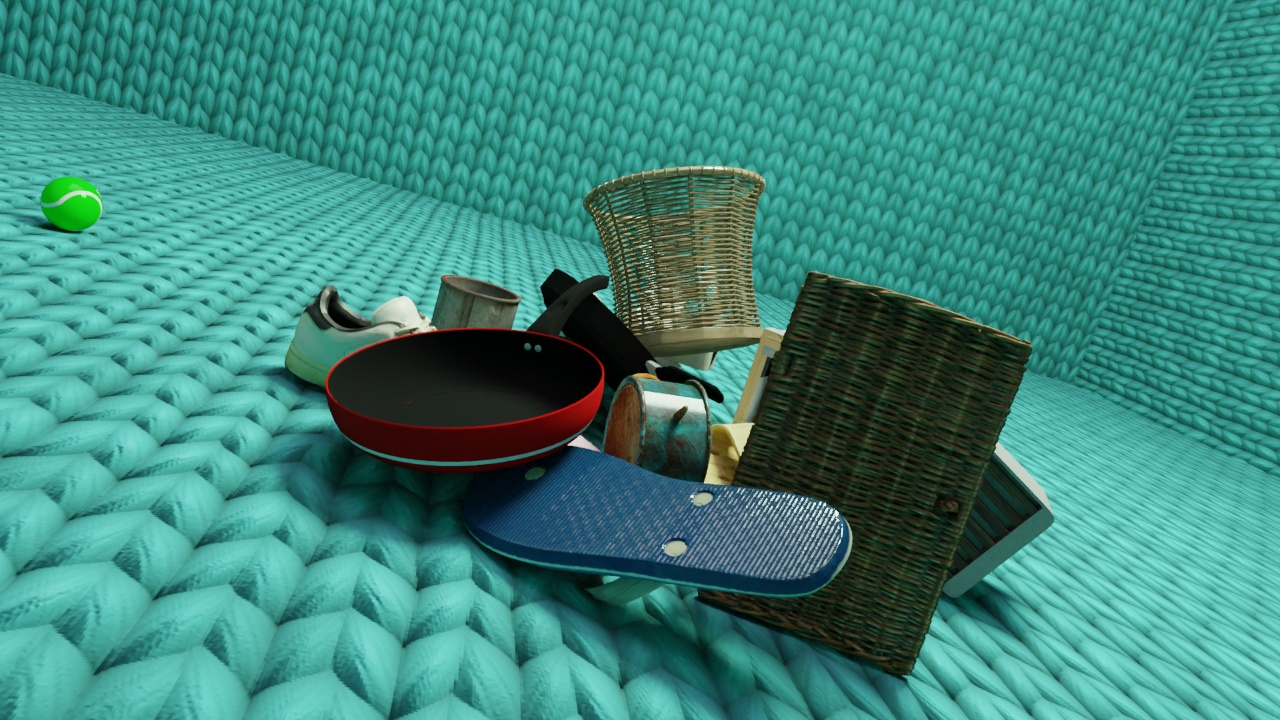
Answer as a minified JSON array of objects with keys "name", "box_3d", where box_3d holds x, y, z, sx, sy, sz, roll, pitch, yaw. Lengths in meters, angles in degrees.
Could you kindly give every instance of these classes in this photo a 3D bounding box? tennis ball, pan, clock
[{"name":"tennis ball","box_3d":[-0.691,-0.190,1.115,0.065,0.065,0.065,17,12,-4]},{"name":"pan","box_3d":[-0.006,0.005,0.951,0.225,0.034,0.356,51,-10,-22]},{"name":"clock","box_3d":[0.012,0.071,0.796,0.073,0.121,0.158,9,8,-18]},{"name":"pan","box_3d":[-0.105,-0.002,0.774,0.209,0.067,0.355,10,22,21]}]

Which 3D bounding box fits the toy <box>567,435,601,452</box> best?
[{"name":"toy","box_3d":[-0.069,0.083,0.779,0.093,0.050,0.102,14,5,30]}]

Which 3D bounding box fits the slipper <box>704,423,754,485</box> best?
[{"name":"slipper","box_3d":[0.150,0.101,0.893,0.261,0.079,0.111,15,28,-24]}]

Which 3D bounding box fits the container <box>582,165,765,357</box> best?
[{"name":"container","box_3d":[0.050,-0.112,1.138,0.227,0.196,0.227,-5,-5,-1]}]

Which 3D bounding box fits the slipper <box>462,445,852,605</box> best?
[{"name":"slipper","box_3d":[-0.002,0.121,0.624,0.295,0.060,0.118,5,30,31]}]

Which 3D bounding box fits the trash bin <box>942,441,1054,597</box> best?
[{"name":"trash bin","box_3d":[0.257,0.085,0.859,0.229,0.115,0.114,49,17,12]}]

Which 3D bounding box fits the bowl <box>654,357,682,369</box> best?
[{"name":"bowl","box_3d":[-0.002,0.014,1.229,0.110,0.040,0.110,16,11,-4]}]

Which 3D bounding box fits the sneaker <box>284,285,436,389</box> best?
[{"name":"sneaker","box_3d":[-0.207,-0.002,0.846,0.241,0.102,0.088,20,12,7]}]

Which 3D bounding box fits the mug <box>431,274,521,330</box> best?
[{"name":"mug","box_3d":[-0.195,-0.037,1.025,0.096,0.110,0.123,17,10,-26]}]

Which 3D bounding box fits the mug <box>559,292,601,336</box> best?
[{"name":"mug","box_3d":[-0.089,-0.038,1.215,0.094,0.068,0.116,-35,13,-31]}]

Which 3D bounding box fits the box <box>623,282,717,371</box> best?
[{"name":"box","box_3d":[0.046,-0.044,1.312,0.145,0.066,0.185,17,32,6]}]

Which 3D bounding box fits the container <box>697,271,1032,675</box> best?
[{"name":"container","box_3d":[0.166,0.076,0.719,0.162,0.250,0.183,20,4,10]}]

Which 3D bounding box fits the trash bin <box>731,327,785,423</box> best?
[{"name":"trash bin","box_3d":[0.241,0.048,1.169,0.142,0.142,0.246,23,13,25]}]

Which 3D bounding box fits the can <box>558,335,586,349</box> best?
[{"name":"can","box_3d":[-0.103,0.020,0.945,0.083,0.083,0.144,20,12,13]}]
